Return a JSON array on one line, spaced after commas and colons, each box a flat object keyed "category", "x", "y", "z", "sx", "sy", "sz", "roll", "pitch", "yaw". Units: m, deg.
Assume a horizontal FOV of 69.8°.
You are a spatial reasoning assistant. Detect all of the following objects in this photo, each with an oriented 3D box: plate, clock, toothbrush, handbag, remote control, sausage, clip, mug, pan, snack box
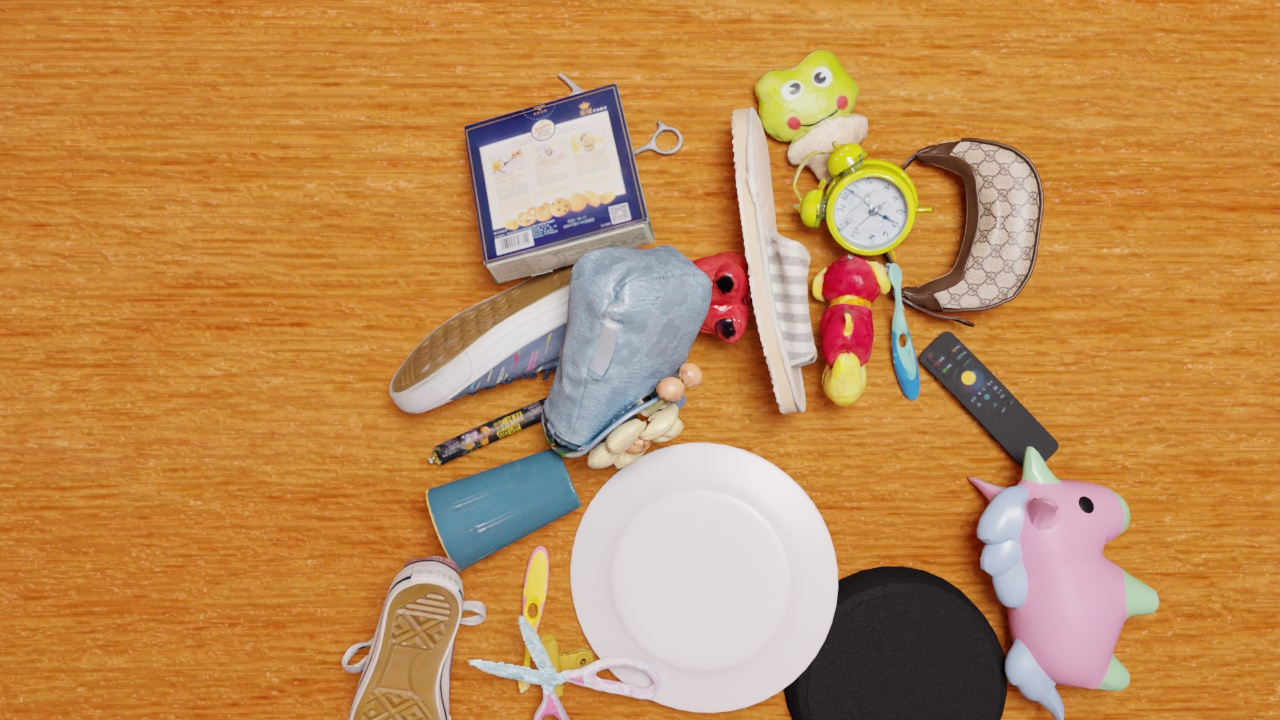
[{"category": "plate", "x": 0.054, "y": 0.196, "z": 0.825, "sx": 0.243, "sy": 0.016, "sz": 0.242, "roll": 0, "pitch": 88, "yaw": 9}, {"category": "clock", "x": 0.191, "y": -0.141, "z": 0.809, "sx": 0.119, "sy": 0.057, "sz": 0.083, "roll": 32, "pitch": 113, "yaw": 2}, {"category": "toothbrush", "x": -0.100, "y": 0.238, "z": 0.843, "sx": 0.021, "sy": 0.016, "sz": 0.135, "roll": 7, "pitch": 90, "yaw": 3}, {"category": "handbag", "x": -0.004, "y": 0.005, "z": 0.760, "sx": 0.121, "sy": 0.118, "sz": 0.192, "roll": -7, "pitch": 129, "yaw": -38}, {"category": "remote control", "x": 0.322, "y": 0.038, "z": 0.853, "sx": 0.041, "sy": 0.020, "sz": 0.152, "roll": -43, "pitch": 90, "yaw": -1}, {"category": "handbag", "x": 0.287, "y": -0.117, "z": 0.838, "sx": 0.138, "sy": 0.063, "sz": 0.166, "roll": 8, "pitch": 95, "yaw": 15}, {"category": "sausage", "x": -0.124, "y": 0.060, "z": 0.840, "sx": 0.155, "sy": 0.020, "sz": 0.020, "roll": -23, "pitch": 91, "yaw": -1}, {"category": "clip", "x": -0.070, "y": 0.278, "z": 0.844, "sx": 0.045, "sy": 0.048, "sz": 0.054, "roll": -8, "pitch": 89, "yaw": 43}, {"category": "mug", "x": -0.119, "y": 0.127, "z": 0.816, "sx": 0.121, "sy": 0.078, "sz": 0.078, "roll": -23, "pitch": 91, "yaw": -7}, {"category": "toothbrush", "x": 0.239, "y": -0.026, "z": 0.839, "sx": 0.022, "sy": 0.017, "sz": 0.135, "roll": -17, "pitch": 110, "yaw": -8}, {"category": "pan", "x": 0.188, "y": 0.235, "z": 0.839, "sx": 0.204, "sy": 0.044, "sz": 0.355, "roll": -39, "pitch": 92, "yaw": -1}, {"category": "snack box", "x": -0.072, "y": -0.154, "z": 0.796, "sx": 0.144, "sy": 0.042, "sz": 0.145, "roll": -14, "pitch": 68, "yaw": 6}]

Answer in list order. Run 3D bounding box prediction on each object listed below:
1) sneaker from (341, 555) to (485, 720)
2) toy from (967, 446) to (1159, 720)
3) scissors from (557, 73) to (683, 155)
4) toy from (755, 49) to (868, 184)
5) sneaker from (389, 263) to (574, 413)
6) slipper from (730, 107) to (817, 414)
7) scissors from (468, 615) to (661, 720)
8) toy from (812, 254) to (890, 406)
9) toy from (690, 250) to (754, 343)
[{"category": "sneaker", "x": -0.201, "y": 0.265, "z": 0.808, "sx": 0.118, "sy": 0.087, "sz": 0.241, "roll": 11, "pitch": 112, "yaw": -14}, {"category": "toy", "x": 0.364, "y": 0.202, "z": 0.815, "sx": 0.171, "sy": 0.120, "sz": 0.222, "roll": 20, "pitch": 89, "yaw": -11}, {"category": "scissors", "x": -0.033, "y": -0.189, "z": 0.845, "sx": 0.141, "sy": 0.014, "sz": 0.175, "roll": -31, "pitch": 90, "yaw": -4}, {"category": "toy", "x": 0.161, "y": -0.217, "z": 0.834, "sx": 0.092, "sy": 0.043, "sz": 0.118, "roll": -24, "pitch": 94, "yaw": 2}, {"category": "sneaker", "x": -0.109, "y": -0.014, "z": 0.821, "sx": 0.235, "sy": 0.087, "sz": 0.079, "roll": -31, "pitch": 120, "yaw": -2}, {"category": "slipper", "x": 0.121, "y": -0.089, "z": 0.802, "sx": 0.054, "sy": 0.114, "sz": 0.272, "roll": -10, "pitch": 83, "yaw": 11}, {"category": "scissors", "x": -0.059, "y": 0.286, "z": 0.813, "sx": 0.168, "sy": 0.014, "sz": 0.170, "roll": -17, "pitch": 112, "yaw": 4}, {"category": "toy", "x": 0.182, "y": -0.028, "z": 0.810, "sx": 0.067, "sy": 0.105, "sz": 0.137, "roll": 7, "pitch": 81, "yaw": 10}, {"category": "toy", "x": 0.045, "y": -0.067, "z": 0.834, "sx": 0.133, "sy": 0.093, "sz": 0.088, "roll": 16, "pitch": 123, "yaw": 21}]
